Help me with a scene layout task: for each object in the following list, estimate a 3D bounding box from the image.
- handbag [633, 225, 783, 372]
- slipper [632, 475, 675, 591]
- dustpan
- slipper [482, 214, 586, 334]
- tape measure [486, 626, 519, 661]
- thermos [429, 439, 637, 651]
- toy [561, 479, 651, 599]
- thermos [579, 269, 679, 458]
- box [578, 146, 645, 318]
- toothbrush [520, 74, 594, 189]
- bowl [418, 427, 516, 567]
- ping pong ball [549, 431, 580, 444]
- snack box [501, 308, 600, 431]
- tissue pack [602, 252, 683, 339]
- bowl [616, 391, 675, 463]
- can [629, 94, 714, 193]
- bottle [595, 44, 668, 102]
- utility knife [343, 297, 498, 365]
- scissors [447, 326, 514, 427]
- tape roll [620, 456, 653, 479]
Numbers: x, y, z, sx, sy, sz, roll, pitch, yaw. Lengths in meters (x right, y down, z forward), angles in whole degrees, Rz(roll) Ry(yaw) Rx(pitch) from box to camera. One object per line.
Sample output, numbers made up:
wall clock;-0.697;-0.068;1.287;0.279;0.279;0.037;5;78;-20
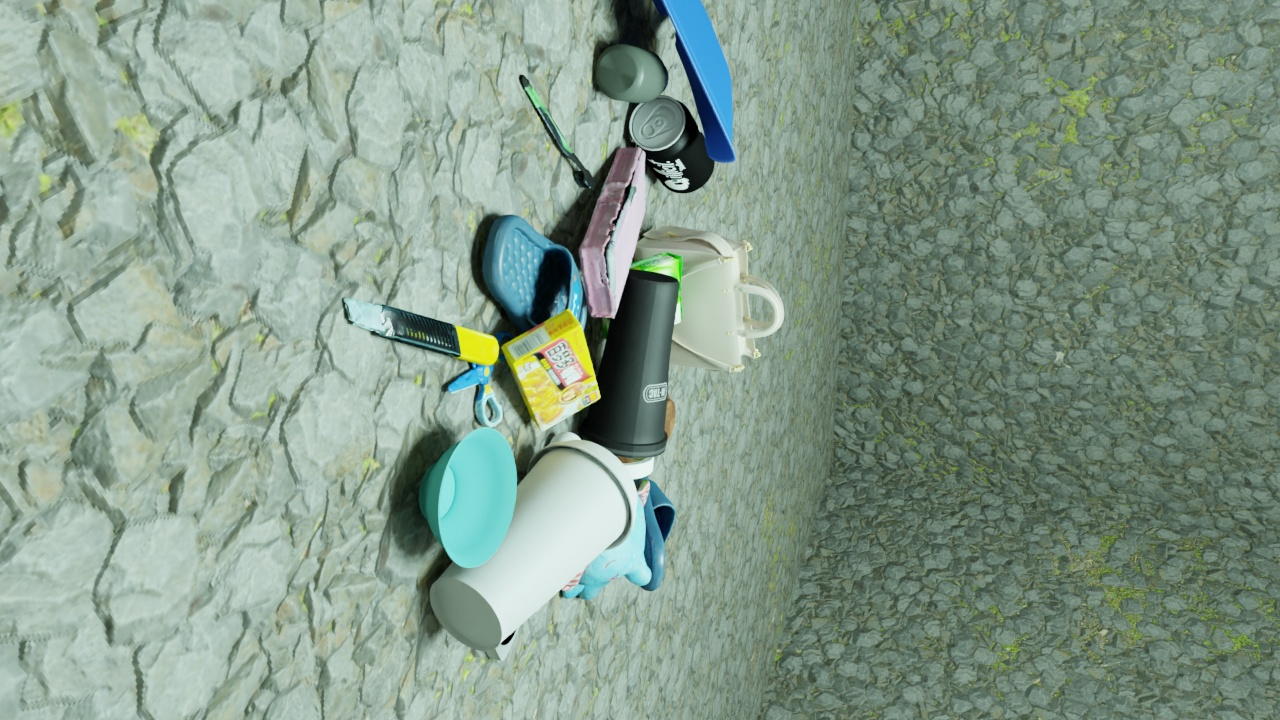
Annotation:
handbag;0.098;-0.073;1.202;0.101;0.198;0.195;-38;130;-43
slipper;0.014;0.234;1.262;0.213;0.059;0.104;-103;-156;-61
dustpan;0.055;-0.395;1.094;0.246;0.060;0.256;58;30;-33
slipper;-0.092;-0.075;0.906;0.214;0.059;0.103;50;49;-64
tape measure;-0.148;0.278;0.972;0.064;0.017;0.064;80;27;-45
thermos;-0.104;0.181;0.908;0.221;0.132;0.132;-42;138;-50
toy;-0.039;0.244;1.149;0.182;0.115;0.181;-47;154;-41
thermos;-0.006;0.006;1.089;0.105;0.106;0.219;-29;130;-66
box;-0.023;-0.149;1.033;0.232;0.041;0.098;-76;162;-51
toothbrush;-0.085;-0.227;0.932;0.188;0.017;0.014;52;46;-61
bowl;-0.160;0.118;0.807;0.121;0.046;0.121;4;90;-67
ping pong ball;-0.084;0.101;1.036;0.040;0.040;0.040;10;89;-71
snack box;-0.086;0.013;0.920;0.075;0.025;0.152;-30;152;-11
tissue pack;0.001;-0.076;1.139;0.113;0.034;0.100;-22;127;-28
bowl;0.008;0.078;1.244;0.147;0.069;0.147;10;89;-71
can;0.041;-0.271;1.159;0.146;0.080;0.080;30;70;-70
bottle;-0.006;-0.322;1.034;0.108;0.060;0.060;-31;127;-65
utility knife;-0.174;-0.023;0.747;0.197;0.020;0.028;23;70;-66
scissors;-0.148;0.017;0.861;0.125;0.016;0.125;-35;126;-64
tape roll;-0.031;0.120;1.114;0.093;0.094;0.019;-27;124;-67
